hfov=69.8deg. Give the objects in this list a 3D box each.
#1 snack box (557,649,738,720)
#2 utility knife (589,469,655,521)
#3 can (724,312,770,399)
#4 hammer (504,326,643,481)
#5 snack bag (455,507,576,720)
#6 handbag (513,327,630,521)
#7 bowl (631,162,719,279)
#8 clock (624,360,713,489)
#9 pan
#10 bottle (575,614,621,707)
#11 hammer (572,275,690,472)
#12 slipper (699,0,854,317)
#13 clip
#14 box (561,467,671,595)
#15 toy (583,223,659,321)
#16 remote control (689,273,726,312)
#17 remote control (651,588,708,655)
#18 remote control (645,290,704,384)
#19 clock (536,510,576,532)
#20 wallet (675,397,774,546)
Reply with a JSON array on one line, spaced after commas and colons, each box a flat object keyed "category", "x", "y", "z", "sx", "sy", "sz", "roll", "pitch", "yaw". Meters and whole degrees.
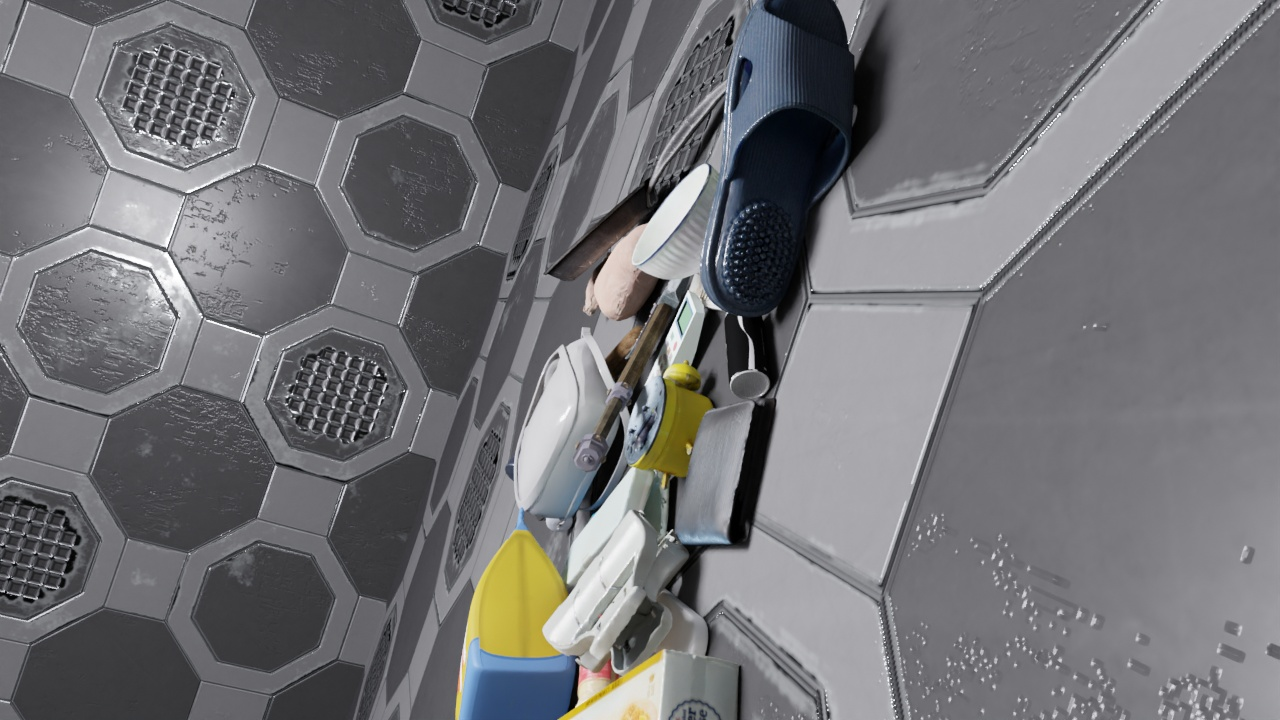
[{"category": "snack box", "x": -0.006, "y": 0.284, "z": 0.641, "sx": 0.208, "sy": 0.057, "sz": 0.104, "roll": 128, "pitch": 155, "yaw": -49}, {"category": "utility knife", "x": -0.021, "y": 0.146, "z": 0.931, "sx": 0.179, "sy": 0.015, "sz": 0.031, "roll": 134, "pitch": 146, "yaw": -54}, {"category": "can", "x": 0.083, "y": -0.008, "z": 0.723, "sx": 0.080, "sy": 0.031, "sz": 0.032, "roll": -89, "pitch": 23, "yaw": -47}, {"category": "hammer", "x": -0.072, "y": 0.045, "z": 1.151, "sx": 0.323, "sy": 0.040, "sz": 0.129, "roll": -45, "pitch": 9, "yaw": 49}, {"category": "snack bag", "x": -0.127, "y": 0.273, "z": 0.916, "sx": 0.205, "sy": 0.102, "sz": 0.159, "roll": -102, "pitch": 21, "yaw": -55}, {"category": "handbag", "x": -0.082, "y": 0.055, "z": 1.053, "sx": 0.216, "sy": 0.095, "sz": 0.222, "roll": -62, "pitch": 23, "yaw": 23}, {"category": "bowl", "x": 0.051, "y": -0.121, "z": 0.871, "sx": 0.118, "sy": 0.062, "sz": 0.118, "roll": -49, "pitch": 17, "yaw": 21}, {"category": "clock", "x": 0.024, "y": 0.050, "z": 0.809, "sx": 0.118, "sy": 0.057, "sz": 0.084, "roll": -89, "pitch": 23, "yaw": -47}, {"category": "pan", "x": 0.005, "y": -0.213, "z": 1.126, "sx": 0.358, "sy": 0.055, "sz": 0.186, "roll": -38, "pitch": 8, "yaw": 33}, {"category": "bottle", "x": -0.033, "y": 0.256, "z": 0.791, "sx": 0.108, "sy": 0.044, "sz": 0.044, "roll": -87, "pitch": 22, "yaw": -43}, {"category": "hammer", "x": -0.005, "y": 0.006, "z": 0.847, "sx": 0.147, "sy": 0.028, "sz": 0.316, "roll": -61, "pitch": 1, "yaw": 29}, {"category": "slipper", "x": 0.116, "y": -0.161, "z": 0.693, "sx": 0.082, "sy": 0.101, "sz": 0.263, "roll": 13, "pitch": 90, "yaw": 67}, {"category": "clip", "x": -0.025, "y": 0.180, "z": 0.709, "sx": 0.126, "sy": 0.097, "sz": 0.152, "roll": -55, "pitch": -5, "yaw": 1}, {"category": "box", "x": -0.029, "y": 0.169, "z": 0.873, "sx": 0.200, "sy": 0.066, "sz": 0.083, "roll": 123, "pitch": 143, "yaw": -48}, {"category": "toy", "x": -0.014, "y": -0.122, "z": 1.153, "sx": 0.196, "sy": 0.065, "sz": 0.264, "roll": -57, "pitch": 11, "yaw": 10}, {"category": "remote control", "x": 0.073, "y": -0.073, "z": 0.869, "sx": 0.136, "sy": 0.011, "sz": 0.050, "roll": -155, "pitch": 84, "yaw": -74}, {"category": "remote control", "x": 0.022, "y": 0.208, "z": 0.716, "sx": 0.137, "sy": 0.013, "sz": 0.043, "roll": -179, "pitch": 107, "yaw": -74}, {"category": "remote control", "x": 0.032, "y": 0.007, "z": 0.889, "sx": 0.049, "sy": 0.024, "sz": 0.144, "roll": -102, "pitch": 32, "yaw": -61}, {"category": "clock", "x": -0.094, "y": 0.159, "z": 1.123, "sx": 0.122, "sy": 0.035, "sz": 0.094, "roll": -126, "pitch": 56, "yaw": -70}, {"category": "wallet", "x": 0.062, "y": 0.085, "z": 0.699, "sx": 0.089, "sy": 0.026, "sz": 0.114, "roll": 151, "pitch": 135, "yaw": -65}]
